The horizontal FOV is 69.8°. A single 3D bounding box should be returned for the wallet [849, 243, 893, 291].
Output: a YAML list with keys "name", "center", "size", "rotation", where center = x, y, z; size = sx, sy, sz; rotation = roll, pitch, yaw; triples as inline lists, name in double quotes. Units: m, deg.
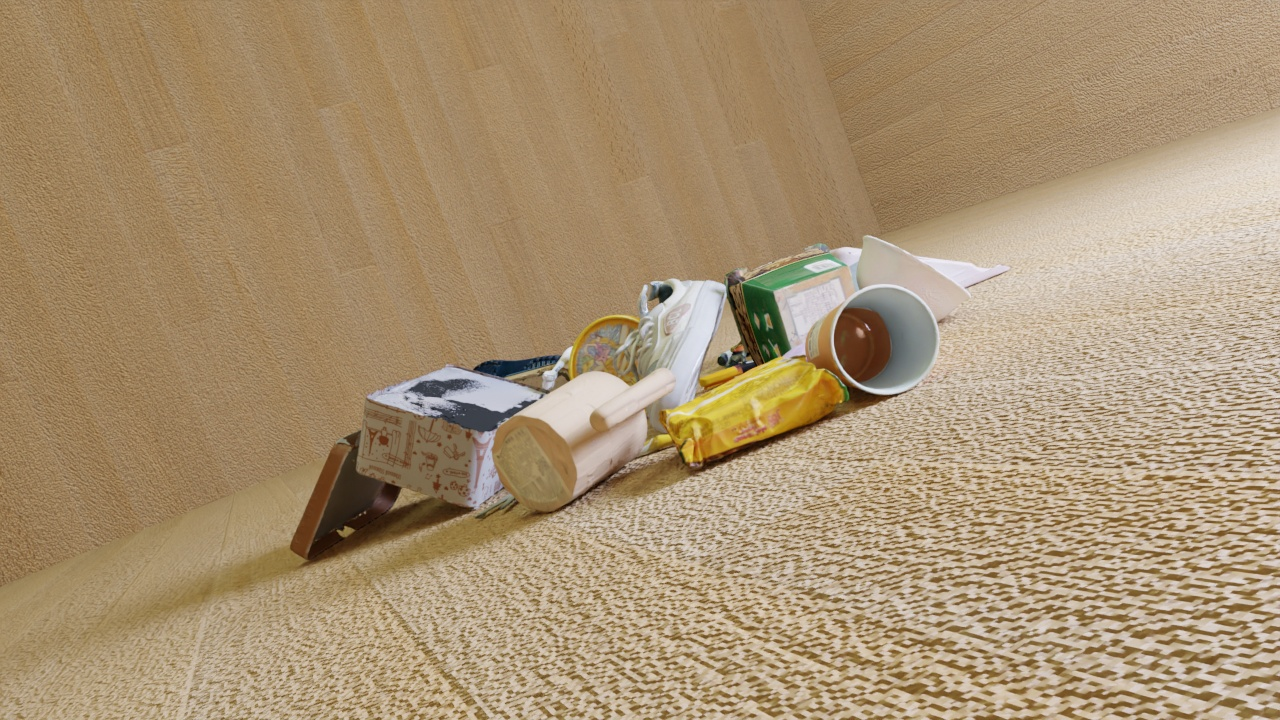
- name: "wallet"
  center: [0.257, -0.071, 1.016]
  size: [0.129, 0.037, 0.106]
  rotation: [-28, 41, -11]

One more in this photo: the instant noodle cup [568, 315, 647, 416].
- name: "instant noodle cup"
  center: [-0.006, 0.006, 1.050]
  size: [0.119, 0.118, 0.114]
  rotation: [-19, -3, 20]

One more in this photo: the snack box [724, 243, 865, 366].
- name: "snack box"
  center: [0.162, -0.048, 0.902]
  size: [0.118, 0.117, 0.105]
  rotation: [-20, 8, -7]

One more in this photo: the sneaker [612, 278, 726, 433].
- name: "sneaker"
  center: [0.024, -0.020, 0.901]
  size: [0.091, 0.090, 0.241]
  rotation: [15, 31, 5]

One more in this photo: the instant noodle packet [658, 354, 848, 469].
- name: "instant noodle packet"
  center: [0.081, 0.036, 0.682]
  size: [0.128, 0.044, 0.111]
  rotation: [-25, 11, -3]

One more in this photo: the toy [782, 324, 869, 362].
- name: "toy"
  center: [0.162, -0.002, 0.814]
  size: [0.108, 0.039, 0.084]
  rotation: [-25, -10, -2]

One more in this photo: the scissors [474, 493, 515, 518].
- name: "scissors"
  center: [-0.088, 0.105, 0.836]
  size: [0.140, 0.012, 0.171]
  rotation: [-22, 5, -7]

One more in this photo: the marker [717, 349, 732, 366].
- name: "marker"
  center: [0.147, -0.017, 1.233]
  size: [0.130, 0.018, 0.023]
  rotation: [-24, -4, -42]

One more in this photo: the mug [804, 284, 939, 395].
- name: "mug"
  center: [0.168, -0.012, 0.704]
  size: [0.078, 0.078, 0.123]
  rotation: [-21, -1, -4]

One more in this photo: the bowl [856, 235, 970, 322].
- name: "bowl"
  center: [0.254, -0.065, 0.901]
  size: [0.065, 0.118, 0.118]
  rotation: [-59, 0, 7]

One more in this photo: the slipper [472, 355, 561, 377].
- name: "slipper"
  center: [-0.148, 0.054, 1.284]
  size: [0.253, 0.105, 0.095]
  rotation: [0, -25, 39]

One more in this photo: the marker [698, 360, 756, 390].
- name: "marker"
  center: [0.125, 0.008, 1.043]
  size: [0.123, 0.015, 0.018]
  rotation: [-19, 5, -10]

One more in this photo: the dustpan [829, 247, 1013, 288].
- name: "dustpan"
  center: [0.287, -0.060, 1.167]
  size: [0.273, 0.139, 0.222]
  rotation: [7, -1, -8]

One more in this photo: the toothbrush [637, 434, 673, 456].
- name: "toothbrush"
  center: [0.011, 0.068, 0.779]
  size: [0.192, 0.018, 0.016]
  rotation: [-20, 0, 17]

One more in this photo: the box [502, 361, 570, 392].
- name: "box"
  center: [-0.123, 0.053, 1.139]
  size: [0.185, 0.090, 0.059]
  rotation: [-11, 11, 41]

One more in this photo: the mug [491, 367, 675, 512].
- name: "mug"
  center: [-0.041, 0.054, 0.715]
  size: [0.125, 0.084, 0.103]
  rotation: [-33, -1, 34]

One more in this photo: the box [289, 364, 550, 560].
- name: "box"
  center: [-0.203, 0.113, 0.918]
  size: [0.227, 0.156, 0.180]
  rotation: [-63, -8, 15]

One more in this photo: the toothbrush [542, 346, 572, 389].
- name: "toothbrush"
  center: [-0.088, 0.006, 1.034]
  size: [0.016, 0.016, 0.180]
  rotation: [12, 12, 3]

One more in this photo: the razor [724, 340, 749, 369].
- name: "razor"
  center: [0.146, -0.045, 1.118]
  size: [0.142, 0.022, 0.043]
  rotation: [-53, 18, -17]
